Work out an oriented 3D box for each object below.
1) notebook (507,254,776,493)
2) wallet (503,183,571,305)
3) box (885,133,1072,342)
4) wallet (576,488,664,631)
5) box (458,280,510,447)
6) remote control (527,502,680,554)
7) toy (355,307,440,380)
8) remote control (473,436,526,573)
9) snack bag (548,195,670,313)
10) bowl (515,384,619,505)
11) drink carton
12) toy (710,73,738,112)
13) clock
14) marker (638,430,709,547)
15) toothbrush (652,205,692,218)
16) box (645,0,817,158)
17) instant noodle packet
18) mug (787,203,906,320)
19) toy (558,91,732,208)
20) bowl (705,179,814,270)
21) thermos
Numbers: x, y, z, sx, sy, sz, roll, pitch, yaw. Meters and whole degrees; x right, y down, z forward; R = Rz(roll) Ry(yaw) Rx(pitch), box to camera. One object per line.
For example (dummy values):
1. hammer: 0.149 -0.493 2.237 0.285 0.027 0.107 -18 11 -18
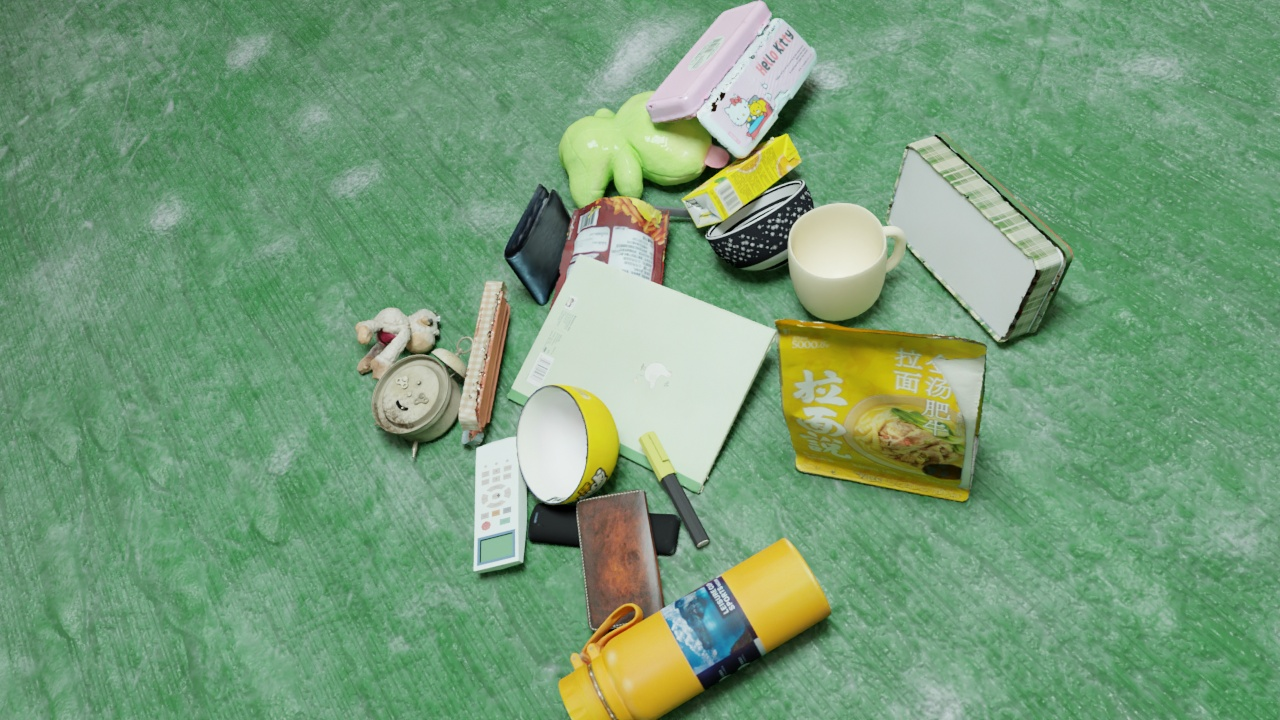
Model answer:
1. notebook: -0.006 0.006 0.962 0.253 0.010 0.181 23 83 27
2. wallet: -0.111 -0.135 1.065 0.026 0.089 0.114 9 61 27
3. box: 0.331 -0.125 0.914 0.051 0.118 0.205 -20 52 -18
4. wallet: -0.019 0.186 0.857 0.072 0.019 0.123 -12 68 9
5. box: -0.170 0.001 1.006 0.041 0.083 0.186 3 57 5
6. remote control: -0.037 0.162 0.894 0.152 0.020 0.041 2 60 15
7. toy: -0.280 -0.026 1.065 0.105 0.074 0.085 -26 8 -25
8. remote control: -0.140 0.145 0.930 0.050 0.024 0.143 -17 54 15
9. snack bag: -0.038 -0.084 1.029 0.139 0.067 0.207 1 64 17
10. bowl: -0.064 0.082 0.912 0.117 0.067 0.117 -2 87 47
11. drink carton: 0.116 -0.207 1.047 0.134 0.043 0.059 -38 16 -23
12. toy: 0.108 -0.350 1.157 0.094 0.065 0.128 -36 53 -29
13. clock: -0.230 0.031 1.013 0.093 0.054 0.140 32 79 31
14. marker: 0.033 0.123 0.889 0.017 0.021 0.123 -13 59 -28
15. toothbrush: 0.037 -0.176 1.079 0.167 0.013 0.013 6 42 7
16. box: 0.108 -0.335 1.059 0.146 0.077 0.201 25 63 20
17. instant noodle packet: 0.206 0.033 0.786 0.163 0.222 0.084 10 64 23
18. mug: 0.213 -0.096 0.941 0.120 0.100 0.096 -17 57 2
19. toy: -0.006 -0.263 1.114 0.197 0.107 0.150 -25 52 9
20. bowl: 0.139 -0.137 0.998 0.120 0.066 0.120 -29 15 9
21. thermos: 0.042 0.239 0.791 0.232 0.076 0.091 -30 28 -4
